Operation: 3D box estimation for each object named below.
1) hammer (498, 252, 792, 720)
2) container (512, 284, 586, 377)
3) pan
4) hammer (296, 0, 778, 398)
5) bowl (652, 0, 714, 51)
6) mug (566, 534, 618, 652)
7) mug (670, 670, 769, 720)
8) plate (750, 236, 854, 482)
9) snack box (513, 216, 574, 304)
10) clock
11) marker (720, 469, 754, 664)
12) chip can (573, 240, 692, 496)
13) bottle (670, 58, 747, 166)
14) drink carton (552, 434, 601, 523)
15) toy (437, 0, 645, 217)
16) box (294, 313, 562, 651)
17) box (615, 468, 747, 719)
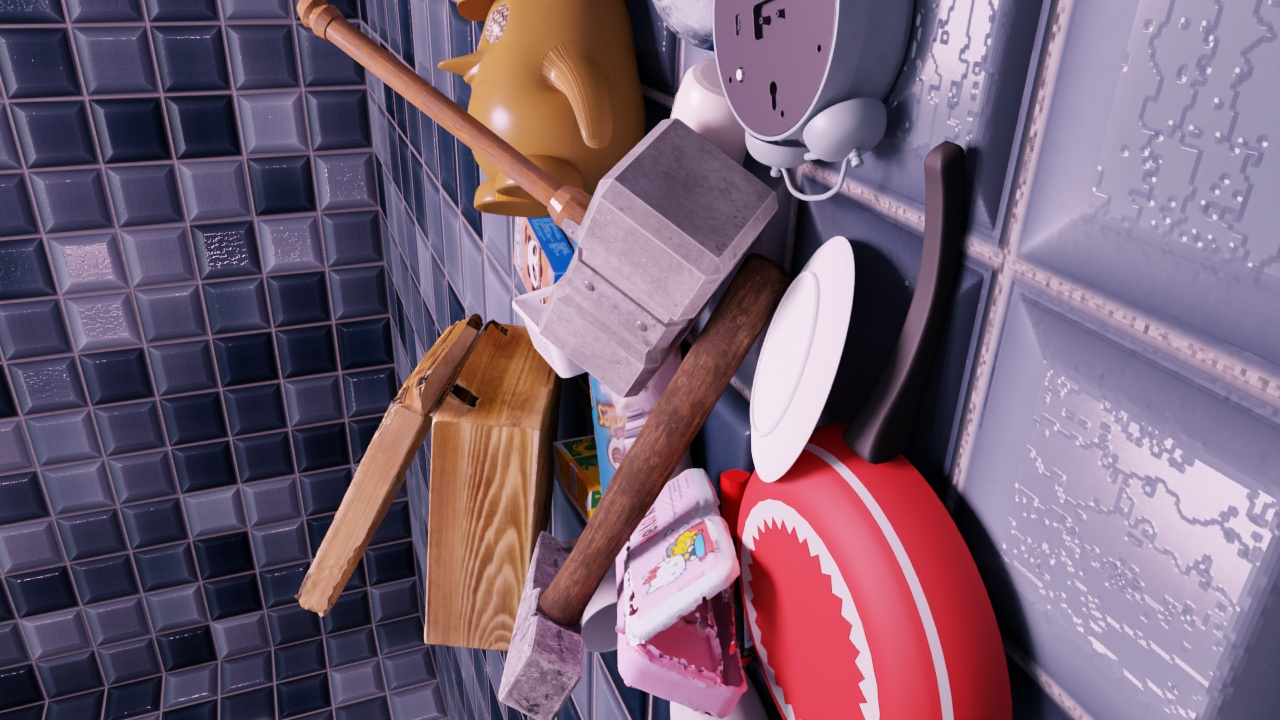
[{"bbox_3d":[0.003,0.059,0.609,0.301,0.037,0.217,-59,7,12],"label":"hammer"},{"bbox_3d":[-0.064,-0.030,0.860,0.129,0.080,0.049,-139,33,-60],"label":"container"},{"bbox_3d":[0.113,0.073,0.460,0.209,0.067,0.357,-130,33,-58],"label":"pan"},{"bbox_3d":[-0.087,-0.128,0.570,0.317,0.082,0.163,38,146,3],"label":"hammer"},{"bbox_3d":[0.031,-0.239,0.540,0.114,0.060,0.114,170,90,-70],"label":"bowl"},{"bbox_3d":[-0.056,0.236,0.901,0.074,0.110,0.090,57,180,-42],"label":"mug"},{"bbox_3d":[0.049,0.273,0.674,0.107,0.071,0.089,-58,33,35],"label":"mug"},{"bbox_3d":[0.079,-0.002,0.487,0.134,0.011,0.134,-166,92,-84],"label":"plate"},{"bbox_3d":[-0.102,-0.102,0.988,0.151,0.034,0.087,-119,29,-43],"label":"snack box"},{"bbox_3d":[0.083,-0.160,0.457,0.122,0.045,0.159,-160,62,-67],"label":"clock"},{"bbox_3d":[0.069,0.149,0.651,0.023,0.021,0.145,-87,-6,-75],"label":"marker"},{"bbox_3d":[-0.004,0.004,0.705,0.080,0.079,0.230,-153,55,-66],"label":"chip can"},{"bbox_3d":[0.036,-0.118,0.587,0.146,0.051,0.051,106,149,-48],"label":"bottle"},{"bbox_3d":[-0.037,0.113,0.866,0.122,0.058,0.041,-142,47,-62],"label":"drink carton"},{"bbox_3d":[-0.071,-0.220,0.703,0.199,0.162,0.203,177,95,-67],"label":"toy"},{"bbox_3d":[-0.191,0.093,0.914,0.278,0.215,0.258,-85,3,-70],"label":"box"},{"bbox_3d":[0.028,0.129,0.593,0.202,0.088,0.095,-99,30,-80],"label":"box"}]
